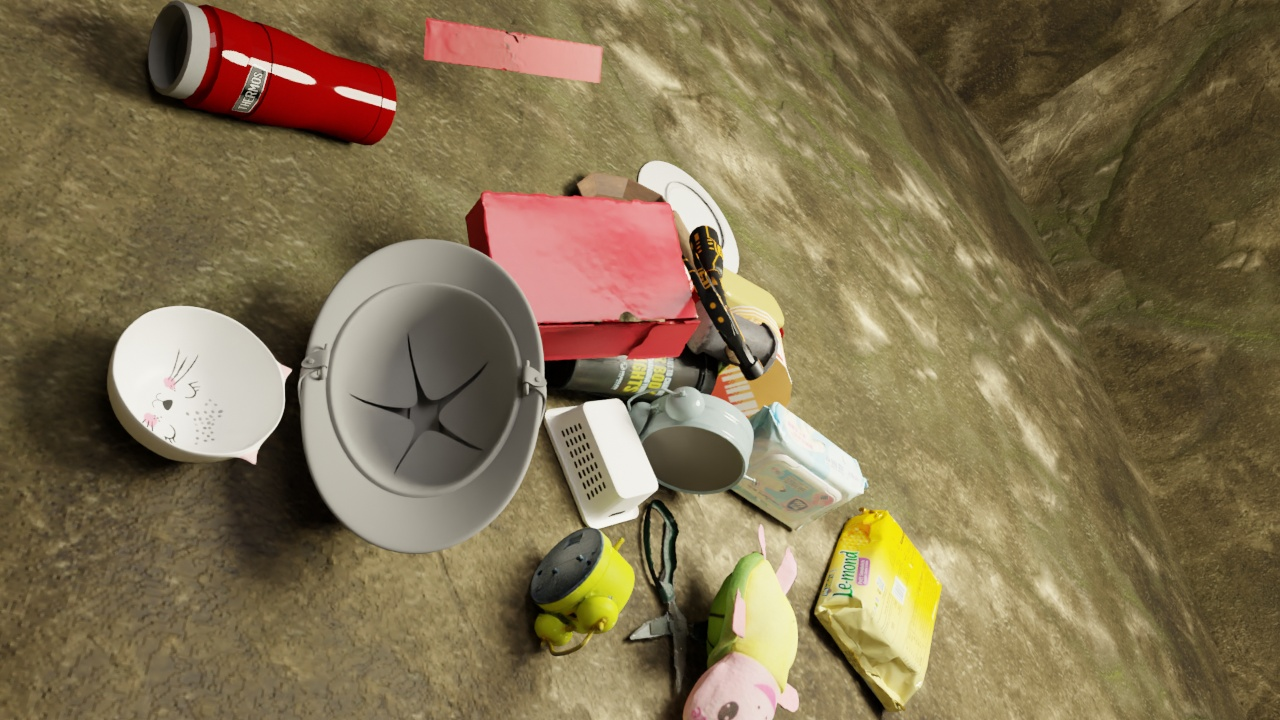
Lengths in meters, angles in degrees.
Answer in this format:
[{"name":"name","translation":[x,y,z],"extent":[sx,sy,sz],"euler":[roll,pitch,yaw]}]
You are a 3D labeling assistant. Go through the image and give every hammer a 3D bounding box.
[{"name":"hammer","translation":[0.073,-0.097,1.089],"extent":[0.098,0.052,0.328],"euler":[21,28,-25]},{"name":"hammer","translation":[0.072,-0.089,0.937],"extent":[0.123,0.036,0.320],"euler":[58,11,-19]}]

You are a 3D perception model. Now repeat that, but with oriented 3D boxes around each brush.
[{"name":"brush","translation":[0.138,-0.080,1.271],"extent":[0.173,0.042,0.082],"euler":[24,36,-38]}]

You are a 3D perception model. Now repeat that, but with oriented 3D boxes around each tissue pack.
[{"name":"tissue pack","translation":[0.170,0.127,1.091],"extent":[0.182,0.112,0.069],"euler":[34,39,-29]}]

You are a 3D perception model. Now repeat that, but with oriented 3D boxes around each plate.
[{"name":"plate","translation":[0.076,-0.205,1.333],"extent":[0.208,0.015,0.208],"euler":[31,42,-32]},{"name":"plate","translation":[-0.022,-0.191,1.156],"extent":[0.131,0.025,0.131],"euler":[16,36,-12]}]

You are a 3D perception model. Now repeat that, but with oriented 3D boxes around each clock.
[{"name":"clock","translation":[0.049,0.082,0.967],"extent":[0.159,0.123,0.045],"euler":[46,39,-30]},{"name":"clock","translation":[-0.053,0.200,0.788],"extent":[0.057,0.083,0.118],"euler":[49,32,-22]}]

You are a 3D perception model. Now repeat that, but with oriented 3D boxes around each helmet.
[{"name":"helmet","translation":[-0.175,0.041,0.747],"extent":[0.183,0.118,0.270],"euler":[5,60,-12]}]

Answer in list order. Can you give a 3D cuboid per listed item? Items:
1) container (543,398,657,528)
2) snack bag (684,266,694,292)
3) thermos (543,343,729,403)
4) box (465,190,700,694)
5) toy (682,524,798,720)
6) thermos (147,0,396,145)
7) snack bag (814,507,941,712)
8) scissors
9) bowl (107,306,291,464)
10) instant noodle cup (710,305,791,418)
[{"name":"container","translation":[-0.035,0.096,0.920],"extent":[0.080,0.050,0.129],"euler":[-4,66,-52]},{"name":"snack bag","translation":[0.009,-0.130,1.161],"extent":[0.144,0.039,0.130],"euler":[38,36,-6]},{"name":"thermos","translation":[-0.006,0.006,0.995],"extent":[0.220,0.098,0.098],"euler":[5,59,-42]},{"name":"box","translation":[-0.067,0.077,0.907],"extent":[0.213,0.479,0.171],"euler":[-4,21,-32]},{"name":"toy","translation":[0.108,0.273,0.896],"extent":[0.190,0.088,0.237],"euler":[64,35,-39]},{"name":"thermos","translation":[-0.330,-0.260,0.829],"extent":[0.198,0.084,0.108],"euler":[3,42,-52]},{"name":"snack bag","translation":[0.310,0.300,1.159],"extent":[0.159,0.068,0.246],"euler":[51,34,-6]},{"name":"scissors","translation":[0.045,0.233,0.939],"extent":[0.201,0.015,0.204],"euler":[8,58,-50]},{"name":"bowl","translation":[-0.314,0.024,0.639],"extent":[0.114,0.051,0.114],"euler":[31,42,-32]},{"name":"instant noodle cup","translation":[0.126,0.001,1.143],"extent":[0.123,0.124,0.120],"euler":[44,29,-17]}]
